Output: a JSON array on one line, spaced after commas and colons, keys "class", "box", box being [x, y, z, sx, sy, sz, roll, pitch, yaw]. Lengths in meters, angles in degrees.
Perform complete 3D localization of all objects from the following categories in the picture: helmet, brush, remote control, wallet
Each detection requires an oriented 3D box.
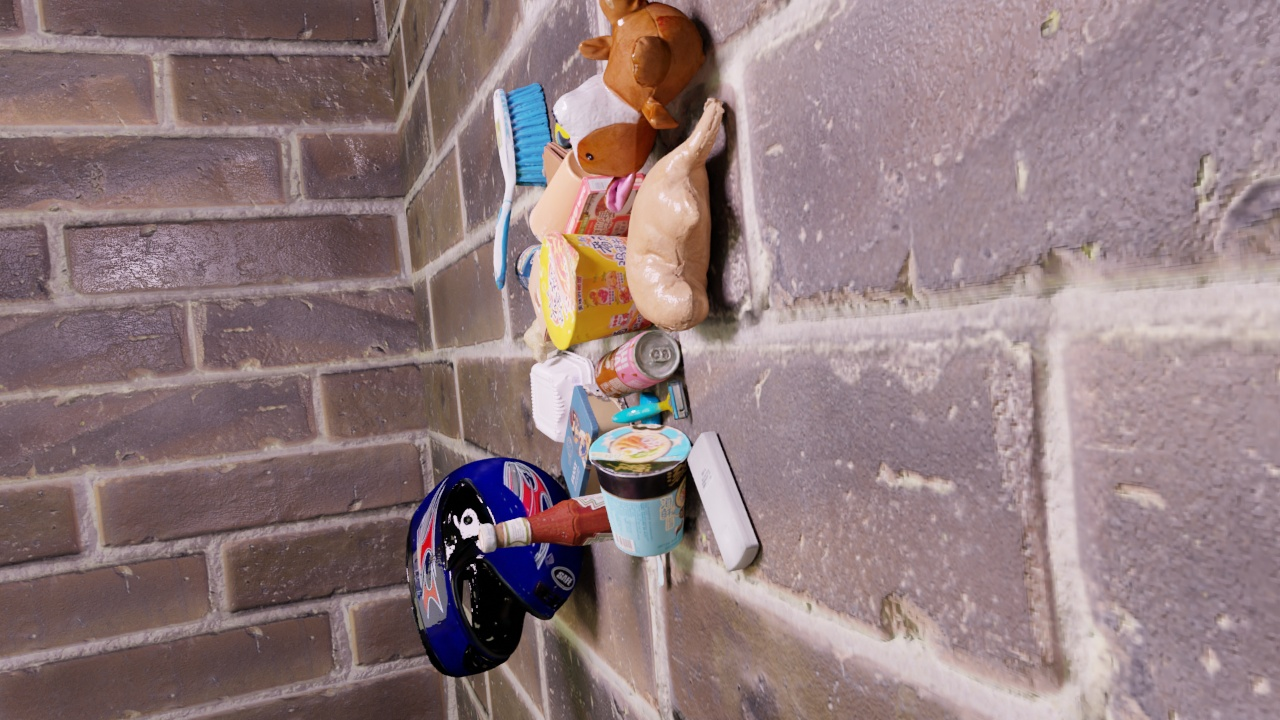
[{"class": "helmet", "box": [-0.207, 0.299, 1.400, 0.247, 0.241, 0.315, 48, -155, -52]}, {"class": "brush", "box": [-0.180, -0.260, 1.363, 0.061, 0.109, 0.314, 154, 109, -66]}, {"class": "remote control", "box": [0.082, 0.140, 0.915, 0.056, 0.019, 0.135, 111, 146, -50]}, {"class": "wallet", "box": [-0.101, -0.221, 1.249, 0.108, 0.031, 0.132, -131, 30, -54]}]

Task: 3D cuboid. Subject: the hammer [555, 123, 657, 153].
[{"class": "hammer", "box": [-0.046, -0.296, 1.109, 0.324, 0.031, 0.126, -172, 78, -69]}]

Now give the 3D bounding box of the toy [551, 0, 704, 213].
[{"class": "toy", "box": [-0.021, -0.255, 0.905, 0.200, 0.130, 0.140, 119, 140, -52]}]

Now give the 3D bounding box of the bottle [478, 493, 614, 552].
[{"class": "bottle", "box": [-0.097, 0.204, 1.139, 0.060, 0.205, 0.060, 173, 90, -69]}]

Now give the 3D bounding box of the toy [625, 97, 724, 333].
[{"class": "toy", "box": [0.034, -0.140, 0.889, 0.143, 0.082, 0.226, -144, 55, -59]}]

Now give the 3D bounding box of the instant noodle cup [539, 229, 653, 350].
[{"class": "instant noodle cup", "box": [-0.047, -0.085, 1.062, 0.138, 0.109, 0.138, 174, 90, -70]}]

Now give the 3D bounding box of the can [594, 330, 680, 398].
[{"class": "can", "box": [-0.006, 0.006, 1.053, 0.147, 0.057, 0.058, 153, 110, -68]}]

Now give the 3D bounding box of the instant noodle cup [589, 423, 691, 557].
[{"class": "instant noodle cup", "box": [0.005, 0.148, 1.017, 0.111, 0.111, 0.120, -136, 35, -59]}]

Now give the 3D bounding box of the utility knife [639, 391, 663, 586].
[{"class": "utility knife", "box": [0.017, 0.156, 1.089, 0.034, 0.018, 0.236, -170, 76, -67]}]

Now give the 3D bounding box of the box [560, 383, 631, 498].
[{"class": "box", "box": [-0.062, 0.116, 1.230, 0.089, 0.061, 0.185, -116, 30, -43]}]

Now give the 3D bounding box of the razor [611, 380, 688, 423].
[{"class": "razor", "box": [0.009, 0.055, 1.040, 0.133, 0.028, 0.043, -22, 80, 53]}]

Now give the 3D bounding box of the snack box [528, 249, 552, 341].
[{"class": "snack box", "box": [-0.085, -0.086, 1.183, 0.077, 0.094, 0.092, 112, 145, -53]}]

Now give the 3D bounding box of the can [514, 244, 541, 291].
[{"class": "can", "box": [-0.133, -0.129, 1.323, 0.111, 0.075, 0.075, -159, 65, -67]}]

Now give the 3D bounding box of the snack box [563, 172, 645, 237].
[{"class": "snack box", "box": [-0.047, -0.164, 1.088, 0.153, 0.075, 0.025, 121, 137, -58]}]

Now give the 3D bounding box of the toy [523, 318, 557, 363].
[{"class": "toy", "box": [-0.124, -0.045, 1.343, 0.158, 0.066, 0.105, -23, 61, 59]}]

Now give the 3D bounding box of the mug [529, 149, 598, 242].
[{"class": "mug", "box": [-0.082, -0.201, 1.131, 0.123, 0.078, 0.078, -52, 48, 52]}]

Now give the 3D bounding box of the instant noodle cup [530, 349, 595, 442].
[{"class": "instant noodle cup", "box": [-0.118, 0.058, 1.362, 0.173, 0.060, 0.138, -163, 68, -66]}]
